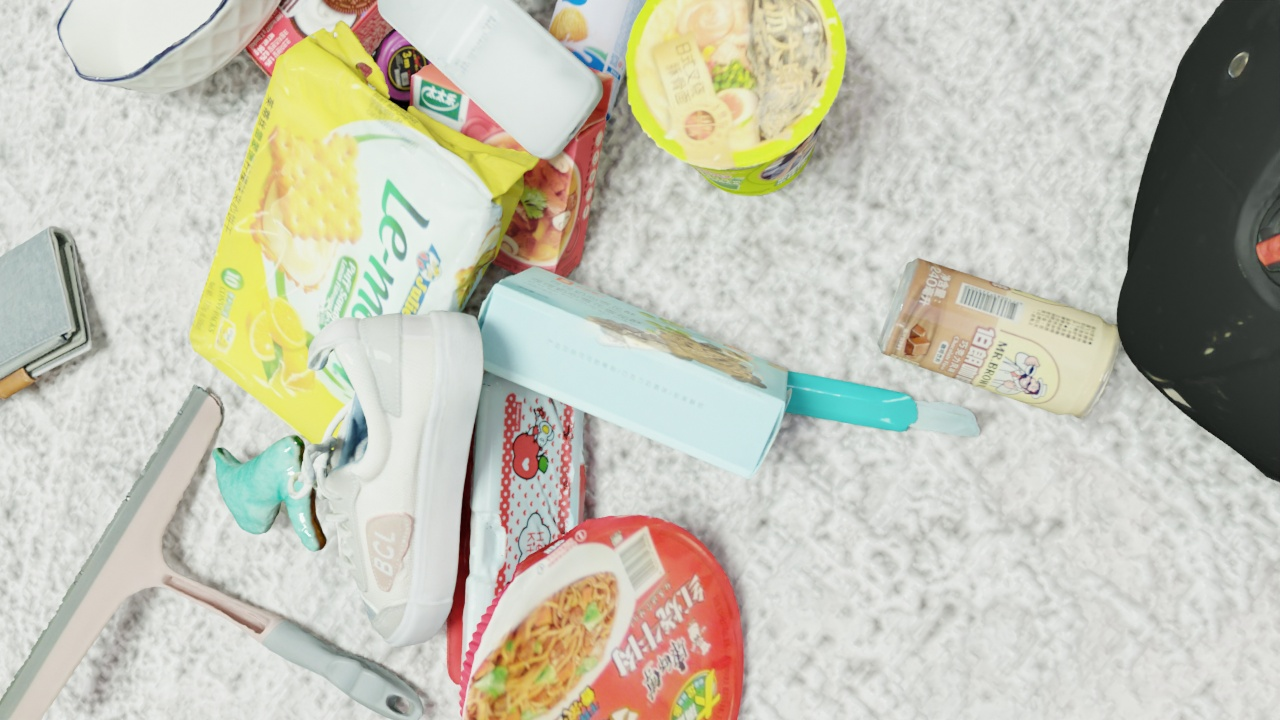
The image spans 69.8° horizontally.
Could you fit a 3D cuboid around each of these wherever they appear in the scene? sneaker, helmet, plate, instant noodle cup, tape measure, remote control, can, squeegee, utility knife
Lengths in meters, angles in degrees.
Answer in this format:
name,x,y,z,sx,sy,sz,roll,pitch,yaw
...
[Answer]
name,x,y,z,sx,sy,sz,roll,pitch,yaw
sneaker,-0.150,0.078,0.516,0.090,0.089,0.243,1,126,-21
helmet,0.339,-0.039,0.380,0.233,0.274,0.231,5,115,-9
plate,-0.303,-0.266,0.616,0.205,0.045,0.204,-10,67,25
instant noodle cup,0.058,-0.145,0.518,0.112,0.123,0.111,-1,85,12
tape measure,-0.146,-0.192,0.610,0.058,0.039,0.057,-29,81,14
remote control,-0.083,-0.172,0.503,0.136,0.020,0.056,43,109,6
can,-0.026,-0.218,0.576,0.053,0.053,0.134,18,91,13
can,0.197,-0.013,0.512,0.116,0.058,0.058,20,91,13
instant noodle cup,-0.029,0.178,0.509,0.066,0.193,0.194,1,86,49
squeegee,-0.252,0.180,0.612,0.249,0.040,0.247,24,75,7
utility knife,0.107,0.024,0.553,0.187,0.013,0.029,10,92,14

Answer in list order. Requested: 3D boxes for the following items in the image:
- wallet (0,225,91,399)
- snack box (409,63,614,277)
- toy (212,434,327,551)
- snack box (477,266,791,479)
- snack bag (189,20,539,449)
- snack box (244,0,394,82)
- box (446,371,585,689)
name,x,y,z,sx,sy,sz,roll,pitch,yaw
wallet,-0.464,-0.024,0.673,0.130,0.037,0.106,-26,71,9
snack box,-0.084,-0.124,0.558,0.113,0.044,0.127,23,126,13
toy,-0.235,0.084,0.586,0.092,0.030,0.096,-32,81,32
snack box,-0.003,0.003,0.524,0.175,0.074,0.052,23,107,4
snack bag,-0.172,-0.057,0.557,0.158,0.068,0.247,36,118,9
snack box,-0.166,-0.258,0.609,0.207,0.058,0.057,-44,82,7
box,-0.082,0.105,0.548,0.095,0.098,0.201,1,86,12
